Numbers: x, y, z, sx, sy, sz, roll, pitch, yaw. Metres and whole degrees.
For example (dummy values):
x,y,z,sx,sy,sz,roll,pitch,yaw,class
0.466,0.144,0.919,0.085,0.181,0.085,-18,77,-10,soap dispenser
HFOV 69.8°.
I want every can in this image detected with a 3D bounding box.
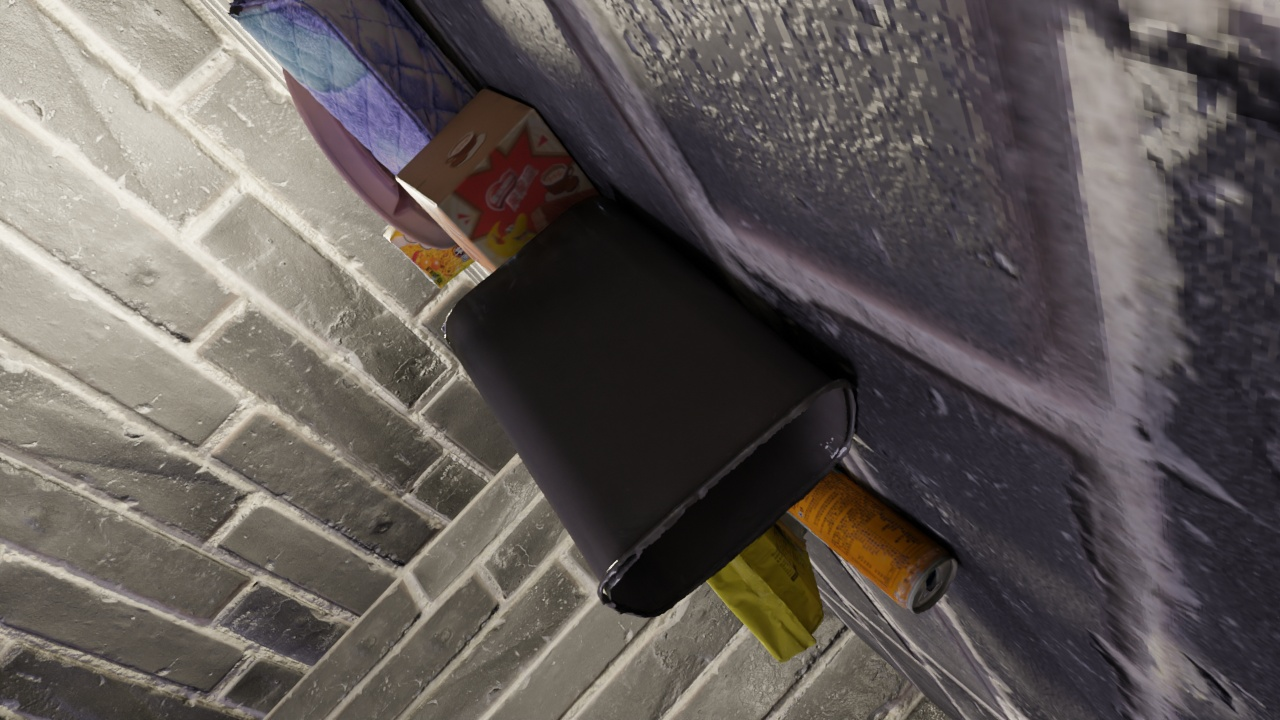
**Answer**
x,y,z,sx,sy,sz,roll,pitch,yaw,class
0.187,0.143,0.764,0.146,0.058,0.058,38,172,41,can

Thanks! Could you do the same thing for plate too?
x,y,z,sx,sy,sz,roll,pitch,yaw,class
-0.229,-0.205,0.834,0.229,0.028,0.229,52,-163,-23,plate

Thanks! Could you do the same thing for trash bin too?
x,y,z,sx,sy,sz,roll,pitch,yaw,class
0.000,0.028,0.629,0.220,0.198,0.199,47,176,23,trash bin

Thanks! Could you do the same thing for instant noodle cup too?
x,y,z,sx,sy,sz,roll,pitch,yaw,class
-0.209,-0.152,1.008,0.116,0.123,0.116,46,174,-24,instant noodle cup

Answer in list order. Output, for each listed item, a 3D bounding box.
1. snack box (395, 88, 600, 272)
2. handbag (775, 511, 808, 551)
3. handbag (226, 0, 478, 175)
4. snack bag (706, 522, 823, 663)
x,y,z,sx,sy,sz,roll,pitch,yaw,class
-0.098,-0.120,0.648,0.077,0.092,0.094,37,171,48,snack box
0.112,0.092,0.931,0.163,0.063,0.178,47,-179,-35,handbag
-0.194,-0.209,0.680,0.134,0.075,0.194,14,155,42,handbag
0.108,0.185,0.905,0.158,0.068,0.246,49,-174,0,snack bag
